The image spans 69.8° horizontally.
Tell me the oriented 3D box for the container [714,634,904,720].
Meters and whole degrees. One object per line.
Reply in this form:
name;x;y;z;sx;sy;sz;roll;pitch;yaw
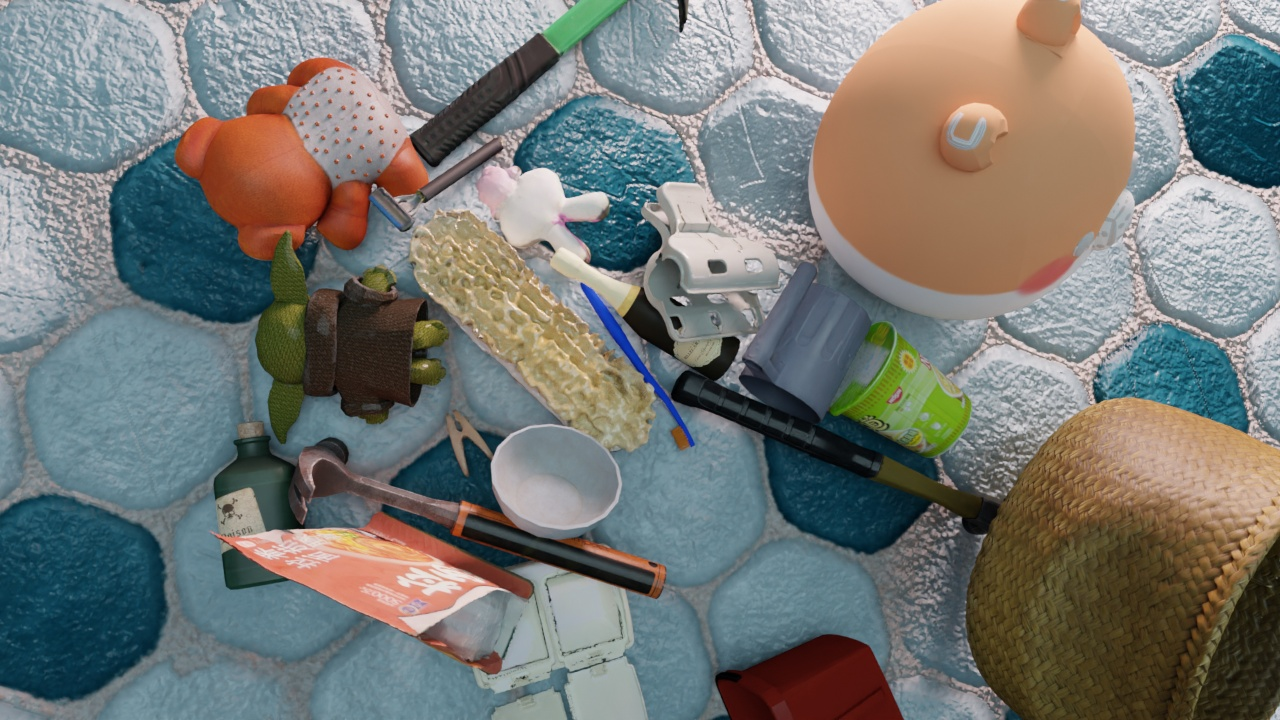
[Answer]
container;0.119;0.332;0.773;0.200;0.127;0.148;-23;88;-21

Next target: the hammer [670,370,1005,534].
hammer;0.186;0.085;0.825;0.333;0.118;0.025;23;78;-1

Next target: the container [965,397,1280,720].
container;0.418;0.185;0.755;0.306;0.197;0.307;-18;120;-33

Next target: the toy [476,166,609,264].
toy;-0.091;-0.136;0.828;0.122;0.038;0.079;27;93;-6

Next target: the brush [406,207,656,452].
brush;-0.095;-0.023;0.806;0.083;0.057;0.271;-45;92;-7

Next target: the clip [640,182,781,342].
clip;0.062;-0.095;0.810;0.125;0.096;0.152;-6;78;-44

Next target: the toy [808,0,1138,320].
toy;0.280;-0.171;0.772;0.266;0.281;0.262;32;80;15

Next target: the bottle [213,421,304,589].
bottle;-0.313;0.116;0.755;0.061;0.061;0.131;-8;86;-12

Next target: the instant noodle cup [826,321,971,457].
instant noodle cup;0.239;0.032;0.842;0.108;0.099;0.098;32;80;-13

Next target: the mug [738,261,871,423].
mug;0.142;-0.016;0.817;0.084;0.124;0.104;23;76;37

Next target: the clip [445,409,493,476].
clip;-0.158;0.075;0.805;0.041;0.024;0.061;-40;84;-13

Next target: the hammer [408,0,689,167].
hammer;-0.082;-0.291;0.848;0.318;0.032;0.130;-43;93;-10

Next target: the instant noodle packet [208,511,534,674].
instant noodle packet;-0.191;0.168;0.670;0.164;0.221;0.084;22;81;15

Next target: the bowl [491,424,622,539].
bowl;-0.071;0.104;0.747;0.106;0.039;0.106;10;43;-10

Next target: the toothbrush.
toothbrush;-0.005;0.005;0.839;0.018;0.016;0.182;-34;91;-6

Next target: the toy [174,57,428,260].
toy;-0.286;-0.168;0.778;0.172;0.093;0.164;-37;94;-23

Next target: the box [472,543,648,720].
box;-0.071;0.260;0.788;0.143;0.050;0.184;-14;86;-11

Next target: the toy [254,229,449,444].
toy;-0.241;-0.013;0.769;0.152;0.078;0.179;7;107;-4

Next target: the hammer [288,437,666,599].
hammer;-0.128;0.137;0.743;0.314;0.137;0.035;19;96;-7

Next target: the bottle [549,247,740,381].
bottle;0.002;-0.046;0.825;0.184;0.045;0.045;31;80;-9

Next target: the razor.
razor;-0.171;-0.158;0.802;0.043;0.022;0.143;47;54;-1
